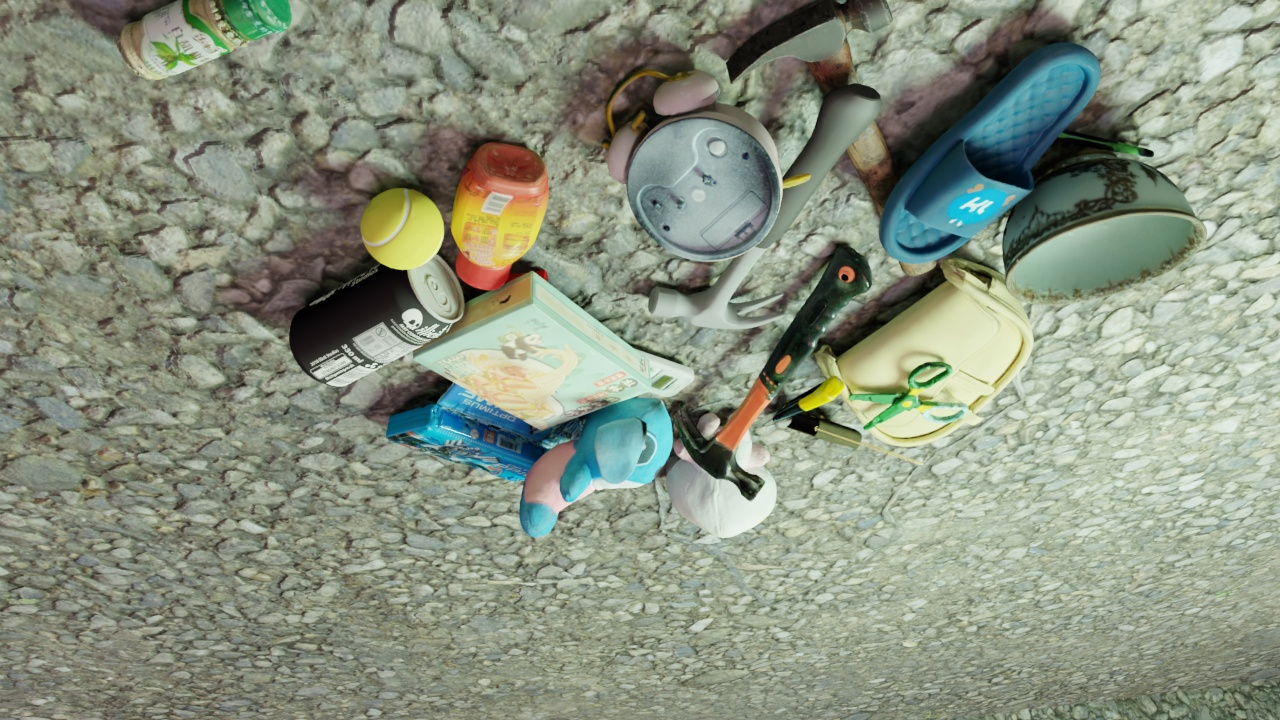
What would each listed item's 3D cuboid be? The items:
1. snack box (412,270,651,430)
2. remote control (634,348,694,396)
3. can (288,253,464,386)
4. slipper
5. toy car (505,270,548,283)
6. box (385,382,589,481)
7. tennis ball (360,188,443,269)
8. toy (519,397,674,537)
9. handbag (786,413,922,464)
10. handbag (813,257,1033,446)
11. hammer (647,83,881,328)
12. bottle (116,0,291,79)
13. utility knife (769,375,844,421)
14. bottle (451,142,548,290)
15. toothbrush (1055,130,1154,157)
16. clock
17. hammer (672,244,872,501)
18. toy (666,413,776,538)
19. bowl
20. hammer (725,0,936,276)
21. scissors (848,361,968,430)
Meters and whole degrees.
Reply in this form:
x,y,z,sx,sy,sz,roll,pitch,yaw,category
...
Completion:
x,y,z,sx,sy,sz,roll,pitch,yaw,category
-0.100,-0.002,0.888,0.142,0.044,0.193,-21,144,26,snack box
-0.006,0.006,0.976,0.133,0.022,0.050,19,139,-33,remote control
-0.236,-0.037,0.818,0.146,0.080,0.080,-25,142,22,can
0.286,-0.156,0.743,0.103,0.059,0.214,14,129,-35,slipper
-0.104,-0.054,0.869,0.038,0.025,0.090,-6,145,-3,toy car
-0.137,0.088,1.037,0.176,0.059,0.243,-34,138,31,box
-0.192,-0.106,0.741,0.065,0.065,0.065,-6,145,-4,tennis ball
-0.043,0.109,1.001,0.192,0.099,0.223,-36,175,12,toy
0.252,0.092,1.057,0.084,0.027,0.178,17,-179,-31,handbag
0.309,-0.003,0.977,0.190,0.088,0.234,20,136,-30,handbag
0.116,-0.117,0.791,0.125,0.029,0.312,9,147,-17,hammer
-0.281,-0.215,0.590,0.110,0.042,0.043,-16,145,13,bottle
0.182,0.048,1.035,0.028,0.020,0.175,-43,178,-20,utility knife
-0.120,-0.114,0.759,0.071,0.048,0.135,6,142,-18,bottle
0.365,-0.190,0.785,0.188,0.014,0.017,6,156,-19,toothbrush
0.039,-0.152,0.703,0.158,0.058,0.117,40,127,-12,clock
0.143,0.013,0.971,0.133,0.033,0.334,37,130,8,hammer
0.099,0.139,1.133,0.139,0.101,0.180,3,122,8,toy
0.390,-0.125,0.801,0.160,0.093,0.160,-4,157,-2,bowl
0.187,-0.165,0.772,0.120,0.033,0.330,-19,144,21,hammer
0.288,0.046,0.972,0.123,0.011,0.127,30,132,-20,scissors
